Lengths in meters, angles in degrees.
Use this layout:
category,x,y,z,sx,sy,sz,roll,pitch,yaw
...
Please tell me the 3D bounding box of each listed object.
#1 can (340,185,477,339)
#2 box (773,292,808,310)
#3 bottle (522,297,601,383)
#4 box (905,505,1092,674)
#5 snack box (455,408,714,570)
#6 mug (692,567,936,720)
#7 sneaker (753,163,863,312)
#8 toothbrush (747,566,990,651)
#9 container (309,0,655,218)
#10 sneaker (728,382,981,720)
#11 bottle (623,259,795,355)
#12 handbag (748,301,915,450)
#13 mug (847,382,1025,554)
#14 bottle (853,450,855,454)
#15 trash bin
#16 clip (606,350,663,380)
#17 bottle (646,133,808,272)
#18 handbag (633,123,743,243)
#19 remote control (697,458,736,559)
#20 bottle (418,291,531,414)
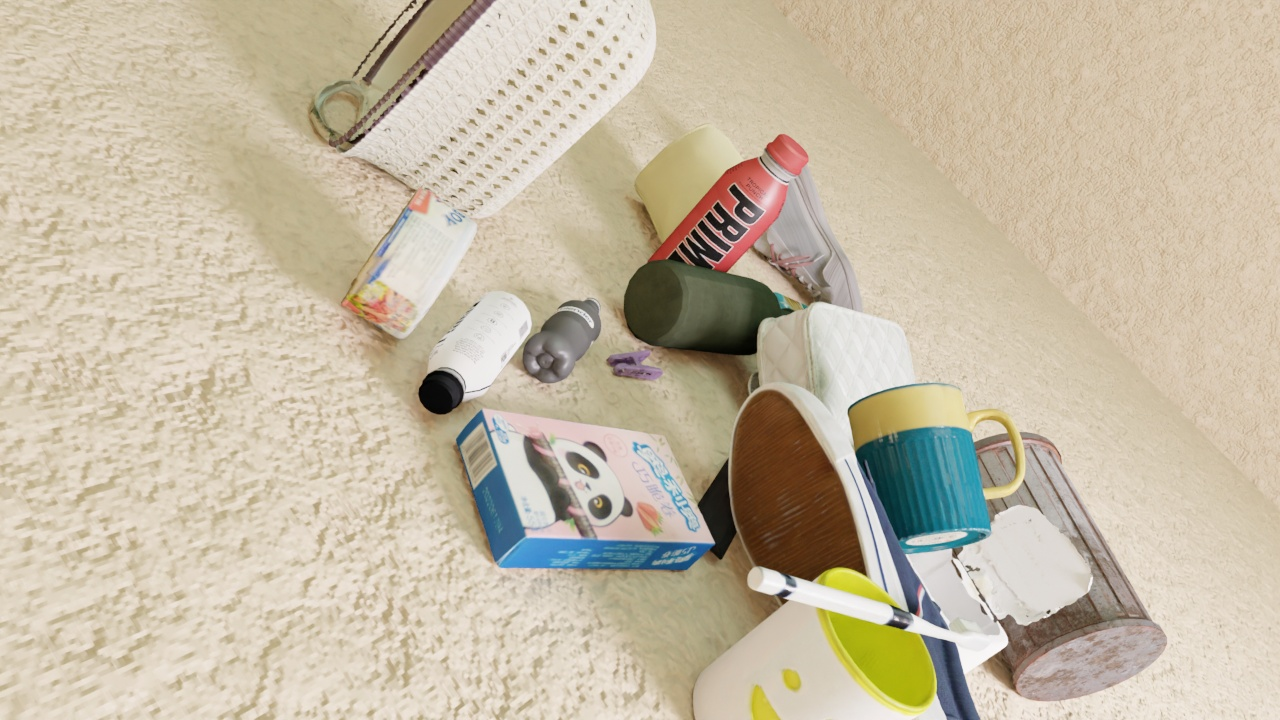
category,x,y,z,sx,sy,sz,roll,pitch,yaw
can,-0.137,-0.058,0.547,0.043,0.086,0.086,34,29,-17
box,0.218,-0.004,0.981,0.226,0.040,0.094,19,37,-38
bottle,-0.051,-0.020,0.658,0.036,0.036,0.109,40,28,-5
box,0.251,0.179,0.715,0.188,0.102,0.111,-4,51,-28
snack box,-0.030,0.081,0.551,0.154,0.033,0.088,13,41,-44
mug,0.092,0.175,0.497,0.082,0.106,0.082,31,30,-21
sneaker,0.182,-0.130,1.081,0.099,0.089,0.236,79,-10,-82
toothbrush,0.123,0.128,0.473,0.186,0.012,0.017,23,21,-33
container,-0.106,-0.223,0.666,0.143,0.252,0.184,38,28,-30
sneaker,0.150,0.147,0.600,0.127,0.121,0.294,3,55,-37
bottle,0.076,-0.041,0.815,0.206,0.072,0.071,5,46,-49
handbag,0.177,0.028,0.827,0.194,0.073,0.138,8,75,-47
mug,0.214,0.076,0.654,0.083,0.114,0.107,55,27,-63
bottle,0.183,0.109,0.746,0.163,0.071,0.071,12,41,-44
trash bin,0.343,0.170,0.806,0.130,0.131,0.210,24,35,-31
clip,-0.006,0.002,0.714,0.051,0.013,0.033,4,45,-46
bottle,0.080,-0.127,0.826,0.062,0.177,0.062,31,30,-21
handbag,0.064,-0.159,0.921,0.081,0.111,0.119,27,32,-44
remote control,0.067,0.099,0.669,0.033,0.015,0.146,44,28,2
bottle,-0.103,-0.004,0.564,0.041,0.041,0.115,39,28,-8
